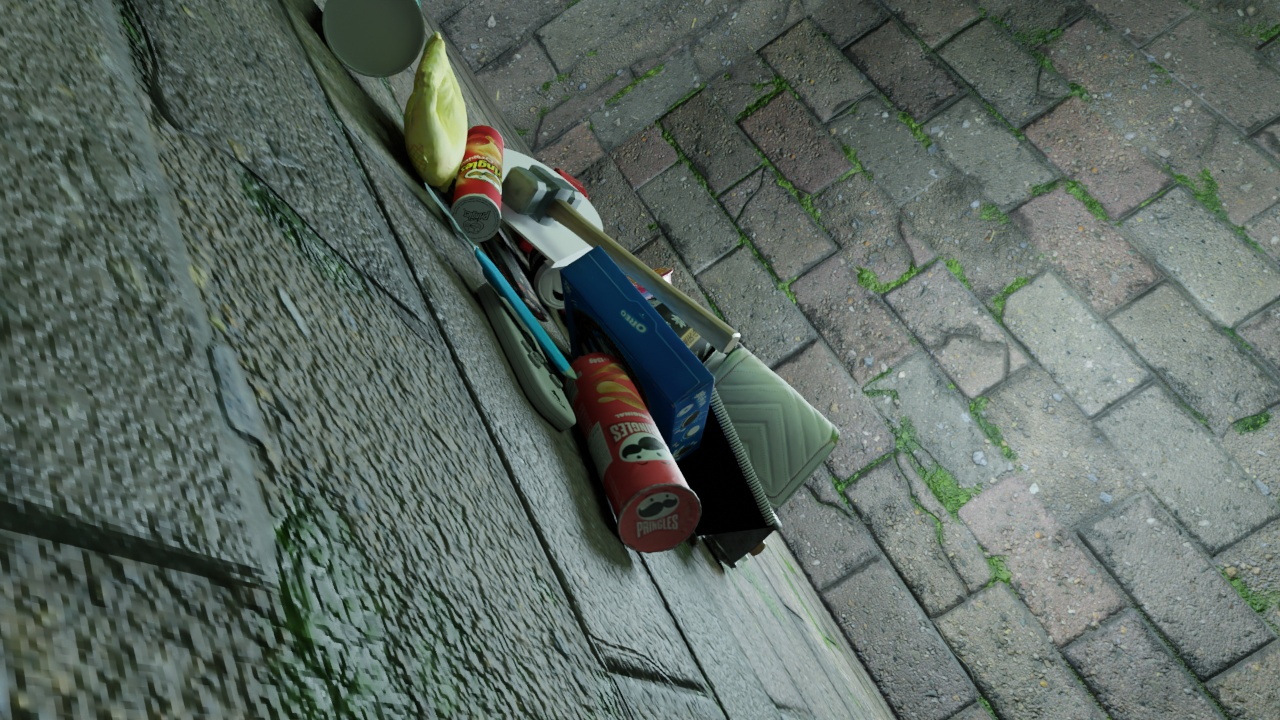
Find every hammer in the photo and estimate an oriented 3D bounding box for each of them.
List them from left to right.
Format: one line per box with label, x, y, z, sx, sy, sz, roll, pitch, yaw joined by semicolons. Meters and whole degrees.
hammer;-0.020;-0.115;1.051;0.323;0.051;0.117;39;16;16
hammer;0.058;0.135;1.251;0.328;0.098;0.052;50;3;0

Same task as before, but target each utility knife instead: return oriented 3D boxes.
utility knife;-0.126;-0.068;0.833;0.225;0.015;0.031;55;3;-12

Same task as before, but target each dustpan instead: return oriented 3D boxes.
dustpan;-0.148;-0.192;1.183;0.191;0.053;0.257;41;23;2

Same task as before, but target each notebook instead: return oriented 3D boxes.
notebook;0.074;0.118;1.137;0.149;0.016;0.206;-22;-86;54

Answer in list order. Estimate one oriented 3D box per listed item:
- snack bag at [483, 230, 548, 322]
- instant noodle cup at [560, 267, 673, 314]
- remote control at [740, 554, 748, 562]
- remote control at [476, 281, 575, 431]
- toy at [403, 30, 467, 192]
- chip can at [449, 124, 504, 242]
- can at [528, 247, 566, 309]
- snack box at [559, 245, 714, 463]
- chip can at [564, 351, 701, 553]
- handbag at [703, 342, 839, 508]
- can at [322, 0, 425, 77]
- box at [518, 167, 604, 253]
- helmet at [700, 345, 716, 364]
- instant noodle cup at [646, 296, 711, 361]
snack bag;-0.158;-0.117;1.075;0.155;0.018;0.074;58;4;23
instant noodle cup;-0.026;-0.073;1.358;0.178;0.178;0.078;-102;175;-79
remote control;0.107;0.241;1.334;0.143;0.024;0.049;51;6;-33
remote control;-0.101;-0.003;0.832;0.151;0.019;0.074;59;5;35
toy;-0.214;-0.248;0.955;0.170;0.064;0.155;-98;-170;-46
chip can;-0.179;-0.202;1.019;0.052;0.052;0.214;54;14;-31
can;-0.113;-0.120;1.251;0.072;0.072;0.128;54;5;-24
snack box;-0.006;0.006;1.035;0.195;0.056;0.239;50;-15;17
chip can;-0.015;0.076;0.856;0.073;0.073;0.233;53;4;-34
handbag;0.151;0.082;1.236;0.198;0.142;0.096;42;1;-7
can;-0.284;-0.367;0.984;0.099;0.099;0.144;54;5;-30
box;-0.124;-0.213;1.415;0.157;0.147;0.156;-114;-172;-67
helmet;0.089;0.050;1.436;0.225;0.197;0.271;53;-3;-38
instant noodle cup;0.024;-0.023;1.206;0.137;0.112;0.137;28;-41;26
